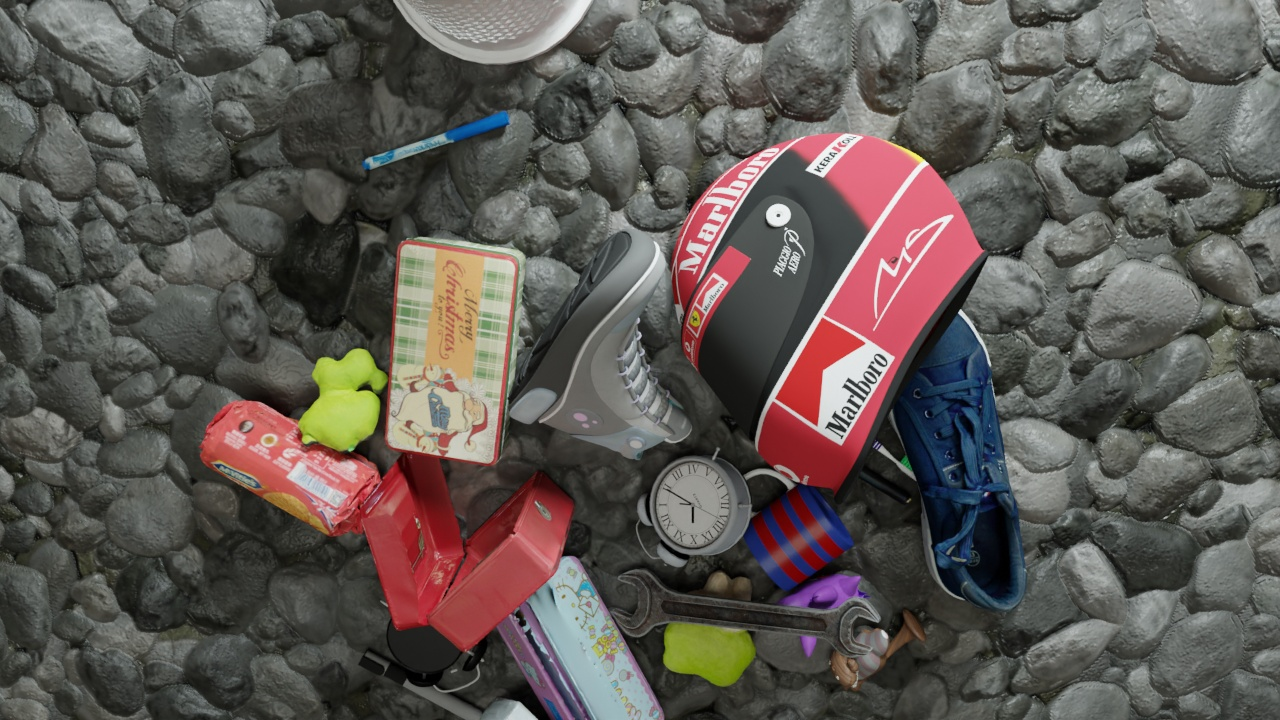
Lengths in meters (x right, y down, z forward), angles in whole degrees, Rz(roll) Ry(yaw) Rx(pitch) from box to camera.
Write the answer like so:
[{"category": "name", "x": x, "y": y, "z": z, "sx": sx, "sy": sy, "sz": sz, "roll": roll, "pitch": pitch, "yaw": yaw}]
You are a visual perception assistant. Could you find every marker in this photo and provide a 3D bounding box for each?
[{"category": "marker", "x": -0.229, "y": 0.343, "z": 0.962, "sx": 0.140, "sy": 0.016, "sz": 0.016, "roll": 30, "pitch": 103, "yaw": -4}, {"category": "marker", "x": -0.186, "y": -0.198, "z": 0.830, "sx": 0.142, "sy": 0.013, "sz": 0.013, "roll": -16, "pitch": 102, "yaw": 8}]

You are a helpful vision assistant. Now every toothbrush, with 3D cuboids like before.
[{"category": "toothbrush", "x": 0.198, "y": 0.059, "z": 0.868, "sx": 0.186, "sy": 0.015, "sz": 0.016, "roll": 36, "pitch": 98, "yaw": -5}]

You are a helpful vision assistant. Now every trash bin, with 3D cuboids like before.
[{"category": "trash bin", "x": -0.133, "y": -0.335, "z": 0.697, "sx": 0.195, "sy": 0.199, "sz": 0.195, "roll": 1, "pitch": 104, "yaw": 3}]

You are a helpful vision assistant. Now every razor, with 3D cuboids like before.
[{"category": "razor", "x": 0.198, "y": 0.097, "z": 0.876, "sx": 0.144, "sy": 0.022, "sz": 0.042, "roll": 34, "pitch": 63, "yaw": -9}]

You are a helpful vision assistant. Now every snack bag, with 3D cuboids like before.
[{"category": "snack bag", "x": -0.333, "y": 0.101, "z": 0.882, "sx": 0.176, "sy": 0.082, "sz": 0.082, "roll": 32, "pitch": 103, "yaw": -5}, {"category": "snack bag", "x": -0.072, "y": 0.438, "z": 0.946, "sx": 0.225, "sy": 0.078, "sz": 0.041, "roll": 50, "pitch": 60, "yaw": -6}]

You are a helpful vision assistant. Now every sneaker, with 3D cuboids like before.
[{"category": "sneaker", "x": 0.281, "y": 0.086, "z": 0.804, "sx": 0.120, "sy": 0.127, "sz": 0.294, "roll": -15, "pitch": 95, "yaw": -3}, {"category": "sneaker", "x": -0.006, "y": 0.004, "z": 0.782, "sx": 0.160, "sy": 0.092, "sz": 0.257, "roll": 30, "pitch": 143, "yaw": -11}]

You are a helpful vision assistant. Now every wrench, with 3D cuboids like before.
[{"category": "wrench", "x": 0.089, "y": 0.237, "z": 0.860, "sx": 0.274, "sy": 0.010, "sz": 0.070, "roll": -2, "pitch": 93, "yaw": 31}]

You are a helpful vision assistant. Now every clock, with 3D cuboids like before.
[{"category": "clock", "x": 0.046, "y": 0.142, "z": 0.865, "sx": 0.123, "sy": 0.035, "sz": 0.094, "roll": -38, "pitch": 65, "yaw": 20}, {"category": "clock", "x": -0.207, "y": 0.283, "z": 0.932, "sx": 0.091, "sy": 0.042, "sz": 0.121, "roll": -22, "pitch": 101, "yaw": 8}]

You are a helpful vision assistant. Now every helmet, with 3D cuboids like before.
[{"category": "helmet", "x": 0.133, "y": -0.056, "z": 0.740, "sx": 0.225, "sy": 0.198, "sz": 0.270, "roll": 32, "pitch": 80, "yaw": 17}]

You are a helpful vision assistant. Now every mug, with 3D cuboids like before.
[{"category": "mug", "x": 0.137, "y": 0.150, "z": 0.871, "sx": 0.076, "sy": 0.075, "sz": 0.112, "roll": -38, "pitch": 74, "yaw": 11}]

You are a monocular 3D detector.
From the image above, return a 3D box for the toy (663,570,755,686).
[{"category": "toy", "x": 0.074, "y": 0.264, "z": 0.911, "sx": 0.092, "sy": 0.043, "sz": 0.118, "roll": 17, "pitch": 100, "yaw": 5}]

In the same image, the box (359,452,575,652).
[{"category": "box", "x": -0.144, "y": 0.166, "z": 0.845, "sx": 0.165, "sy": 0.157, "sz": 0.152, "roll": -7, "pitch": 105, "yaw": 3}]

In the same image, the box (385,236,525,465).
[{"category": "box", "x": -0.174, "y": -0.008, "z": 0.858, "sx": 0.117, "sy": 0.050, "sz": 0.206, "roll": 9, "pitch": 103, "yaw": 0}]

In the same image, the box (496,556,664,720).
[{"category": "box", "x": -0.063, "y": 0.302, "z": 0.930, "sx": 0.092, "sy": 0.090, "sz": 0.214, "roll": -33, "pitch": 102, "yaw": -28}]

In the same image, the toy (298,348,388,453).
[{"category": "toy", "x": -0.281, "y": 0.040, "z": 0.870, "sx": 0.094, "sy": 0.036, "sz": 0.093, "roll": -21, "pitch": 86, "yaw": -21}]

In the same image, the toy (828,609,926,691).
[{"category": "toy", "x": 0.228, "y": 0.290, "z": 0.909, "sx": 0.054, "sy": 0.041, "sz": 0.102, "roll": 25, "pitch": 114, "yaw": -26}]

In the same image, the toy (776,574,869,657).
[{"category": "toy", "x": 0.174, "y": 0.237, "z": 0.878, "sx": 0.088, "sy": 0.106, "sz": 0.056, "roll": -32, "pitch": 65, "yaw": -11}]
